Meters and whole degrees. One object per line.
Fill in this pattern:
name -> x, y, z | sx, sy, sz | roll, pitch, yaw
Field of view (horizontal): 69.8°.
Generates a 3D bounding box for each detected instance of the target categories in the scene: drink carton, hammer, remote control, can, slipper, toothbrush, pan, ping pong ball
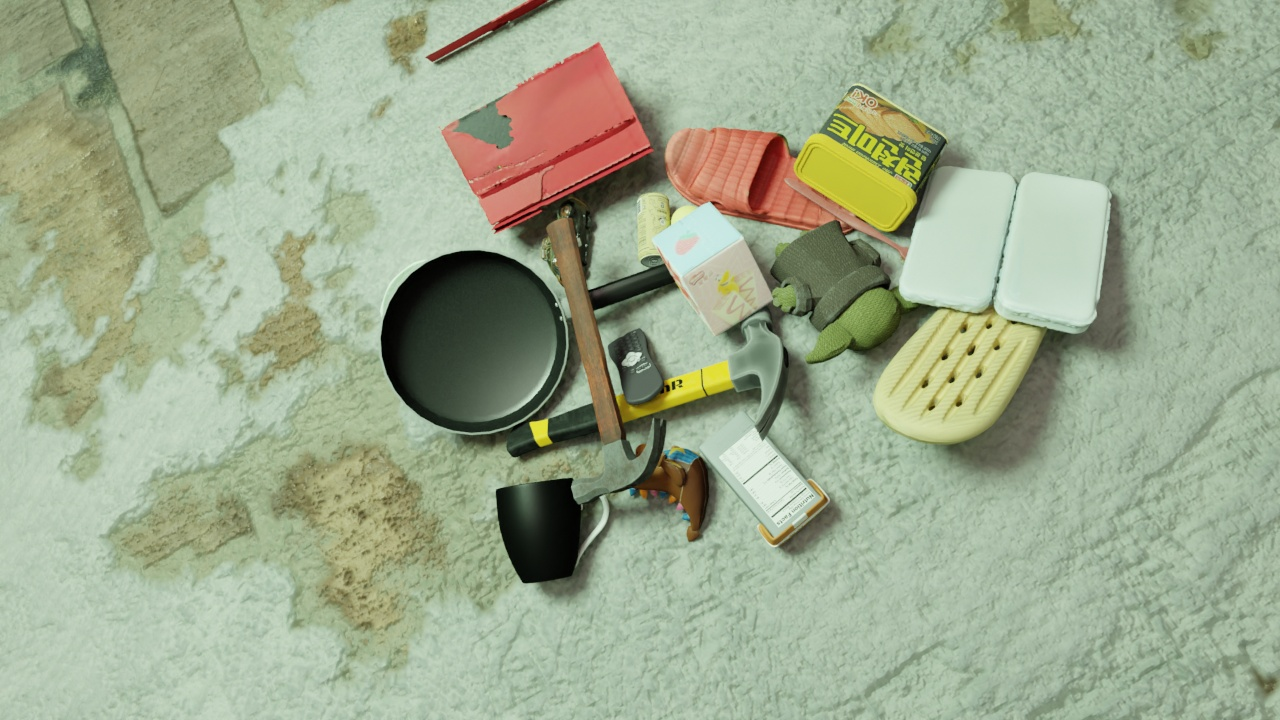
drink carton -> 0.124, 0.121, 0.938 | 0.076, 0.048, 0.125 | -40, 67, -2
hammer -> -0.050, -0.011, 0.959 | 0.111, 0.028, 0.300 | -22, 73, 24
remote control -> -0.006, 0.006, 0.998 | 0.046, 0.009, 0.124 | -28, 36, 5
can -> 0.016, -0.151, 1.065 | 0.038, 0.038, 0.079 | -5, 70, 12
slipper -> 0.330, 0.002, 0.916 | 0.111, 0.079, 0.260 | 30, 61, 28
slipper -> 0.137, -0.212, 1.046 | 0.249, 0.059, 0.103 | 22, 78, 18
can -> 0.251, -0.221, 0.992 | 0.131, 0.073, 0.100 | 34, 67, 6
hammer -> 0.003, 0.048, 0.982 | 0.325, 0.034, 0.169 | -18, 42, 15
toothbrush -> 0.234, -0.149, 1.001 | 0.184, 0.016, 0.015 | 34, 78, 9
pan -> -0.114, -0.047, 1.029 | 0.355, 0.044, 0.204 | -20, 100, -10
ping pong ball -> 0.055, -0.158, 1.057 | 0.040, 0.040, 0.040 | -4, 70, 12

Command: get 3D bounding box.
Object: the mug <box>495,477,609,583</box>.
mug -> -0.088, 0.177, 0.963 | 0.118, 0.085, 0.100 | -6, 81, -20

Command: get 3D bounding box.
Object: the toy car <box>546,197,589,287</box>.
toy car -> -0.090, -0.135, 1.082 | 0.047, 0.047, 0.111 | -3, 74, 33

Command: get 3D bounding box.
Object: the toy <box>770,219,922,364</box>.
toy -> 0.208, -0.077, 0.969 | 0.179, 0.078, 0.152 | -29, 71, -22

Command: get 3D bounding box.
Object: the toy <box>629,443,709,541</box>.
toy -> 0.027, 0.139, 0.966 | 0.090, 0.070, 0.103 | -3, 93, 26

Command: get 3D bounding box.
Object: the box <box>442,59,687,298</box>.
box -> -0.085, -0.192, 0.971 | 0.214, 0.138, 0.466 | -25, 34, 5

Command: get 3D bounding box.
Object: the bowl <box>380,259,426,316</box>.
bowl -> -0.240, -0.056, 1.084 | 0.117, 0.061, 0.117 | -4, 70, 12

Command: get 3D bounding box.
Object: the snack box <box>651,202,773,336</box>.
snack box -> 0.077, -0.098, 0.985 | 0.079, 0.095, 0.093 | -32, 39, 1

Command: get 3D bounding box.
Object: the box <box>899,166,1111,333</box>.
box -> 0.376, -0.125, 0.940 | 0.190, 0.038, 0.208 | 16, 56, 18
